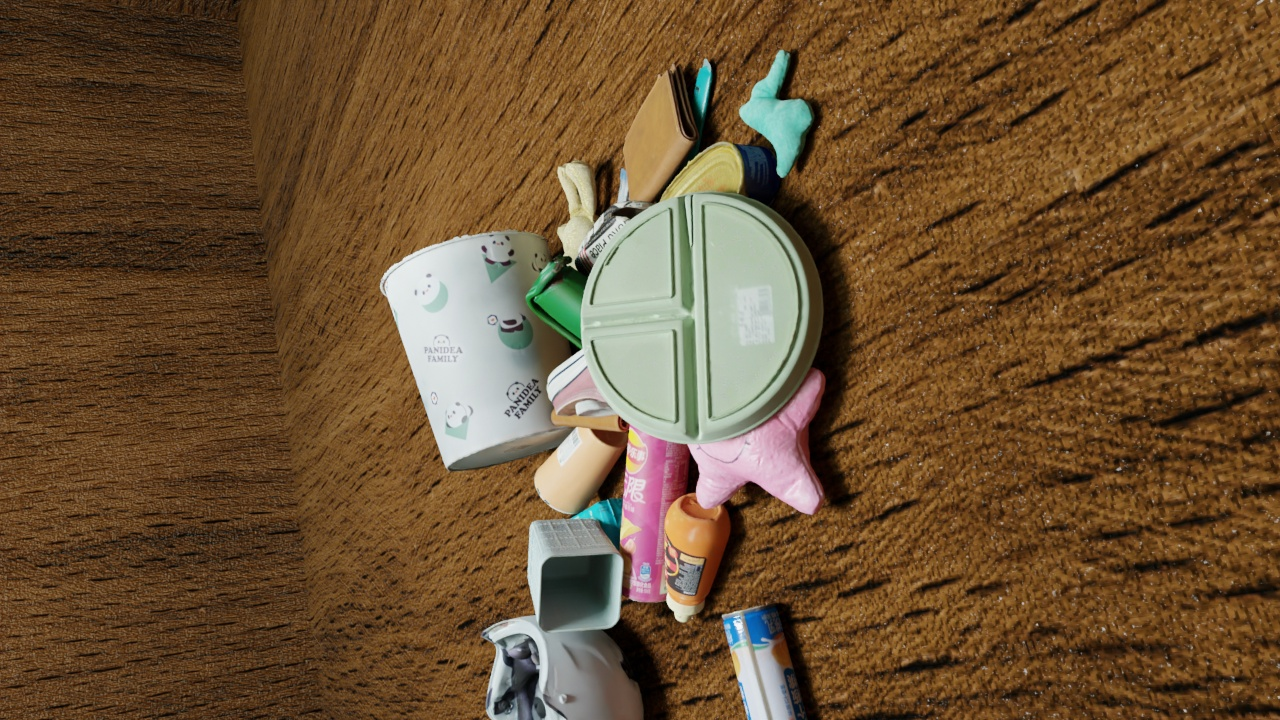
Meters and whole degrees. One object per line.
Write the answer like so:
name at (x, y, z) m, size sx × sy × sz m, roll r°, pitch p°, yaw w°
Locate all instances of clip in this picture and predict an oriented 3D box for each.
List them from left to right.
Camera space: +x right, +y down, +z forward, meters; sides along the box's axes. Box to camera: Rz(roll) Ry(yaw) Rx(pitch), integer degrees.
clip at (-0.016, -0.192, 1.055) m, size 0.026 × 0.038 × 0.058 m, roll 42°, pitch 129°, yaw 45°

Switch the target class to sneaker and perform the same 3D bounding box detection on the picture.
sneaker at (-0.005, 0.005, 0.916) m, size 0.242 × 0.118 × 0.087 m, roll -39°, pitch 59°, yaw 37°

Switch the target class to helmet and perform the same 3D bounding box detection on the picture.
helmet at (-0.079, 0.420, 1.096) m, size 0.229 × 0.145 × 0.259 m, roll 7°, pitch 107°, yaw 59°

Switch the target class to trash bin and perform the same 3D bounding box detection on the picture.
trash bin at (-0.191, -0.004, 1.174) m, size 0.230 × 0.229 × 0.251 m, roll -33°, pitch 70°, yaw 54°

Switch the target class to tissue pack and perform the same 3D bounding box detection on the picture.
tissue pack at (-0.045, 0.226, 1.111) m, size 0.134 × 0.050 × 0.093 m, roll -39°, pitch 62°, yaw 53°

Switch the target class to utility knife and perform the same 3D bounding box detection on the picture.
utility knife at (0.053, -0.230, 0.948) m, size 0.029 × 0.013 × 0.158 m, roll 40°, pitch 126°, yaw 50°

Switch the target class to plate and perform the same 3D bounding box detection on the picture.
plate at (0.046, -0.041, 0.812) m, size 0.231 × 0.027 × 0.230 m, roll -3°, pitch 82°, yaw 23°

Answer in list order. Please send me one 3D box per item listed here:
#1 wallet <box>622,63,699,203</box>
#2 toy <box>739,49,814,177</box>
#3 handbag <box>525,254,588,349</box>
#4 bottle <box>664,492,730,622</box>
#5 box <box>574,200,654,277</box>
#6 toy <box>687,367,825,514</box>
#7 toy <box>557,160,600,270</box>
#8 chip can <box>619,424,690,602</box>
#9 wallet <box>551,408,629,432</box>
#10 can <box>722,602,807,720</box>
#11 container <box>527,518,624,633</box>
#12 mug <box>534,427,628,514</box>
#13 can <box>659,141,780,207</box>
wallet at (0.015, -0.239, 0.977) m, size 0.131 × 0.035 × 0.119 m, roll 131°, pitch 139°, yaw -54°
toy at (0.123, -0.225, 0.823) m, size 0.092 × 0.030 × 0.097 m, roll 48°, pitch 125°, yaw 42°
handbag at (-0.055, -0.060, 1.015) m, size 0.131 × 0.068 × 0.120 m, roll 39°, pitch 164°, yaw -2°
bottle at (0.053, 0.211, 0.950) m, size 0.067 × 0.066 × 0.150 m, roll 43°, pitch 134°, yaw 48°
box at (-0.029, -0.116, 1.004) m, size 0.164 × 0.075 × 0.082 m, roll 151°, pitch 127°, yaw -65°
toy at (0.092, 0.051, 0.850) m, size 0.195 × 0.074 × 0.178 m, roll -4°, pitch 88°, yaw 51°
toy at (-0.074, -0.161, 1.107) m, size 0.105 × 0.066 × 0.157 m, roll 10°, pitch 109°, yaw 40°
chip can at (0.015, 0.150, 0.989) m, size 0.071 × 0.071 × 0.211 m, roll 25°, pitch 114°, yaw 55°
wallet at (-0.037, 0.032, 1.051) m, size 0.132 × 0.031 × 0.107 m, roll 1°, pitch 54°, yaw 52°
can at (0.118, 0.298, 0.854) m, size 0.053 × 0.053 × 0.134 m, roll -37°, pitch 62°, yaw 53°
container at (-0.078, 0.231, 1.016) m, size 0.111 × 0.090 × 0.090 m, roll -139°, pitch 52°, yaw -68°
mug at (-0.068, 0.120, 1.113) m, size 0.123 × 0.078 × 0.078 m, roll -54°, pitch 48°, yaw 34°
can at (0.072, -0.156, 0.889) m, size 0.149 × 0.049 × 0.074 m, roll -37°, pitch 62°, yaw 53°
